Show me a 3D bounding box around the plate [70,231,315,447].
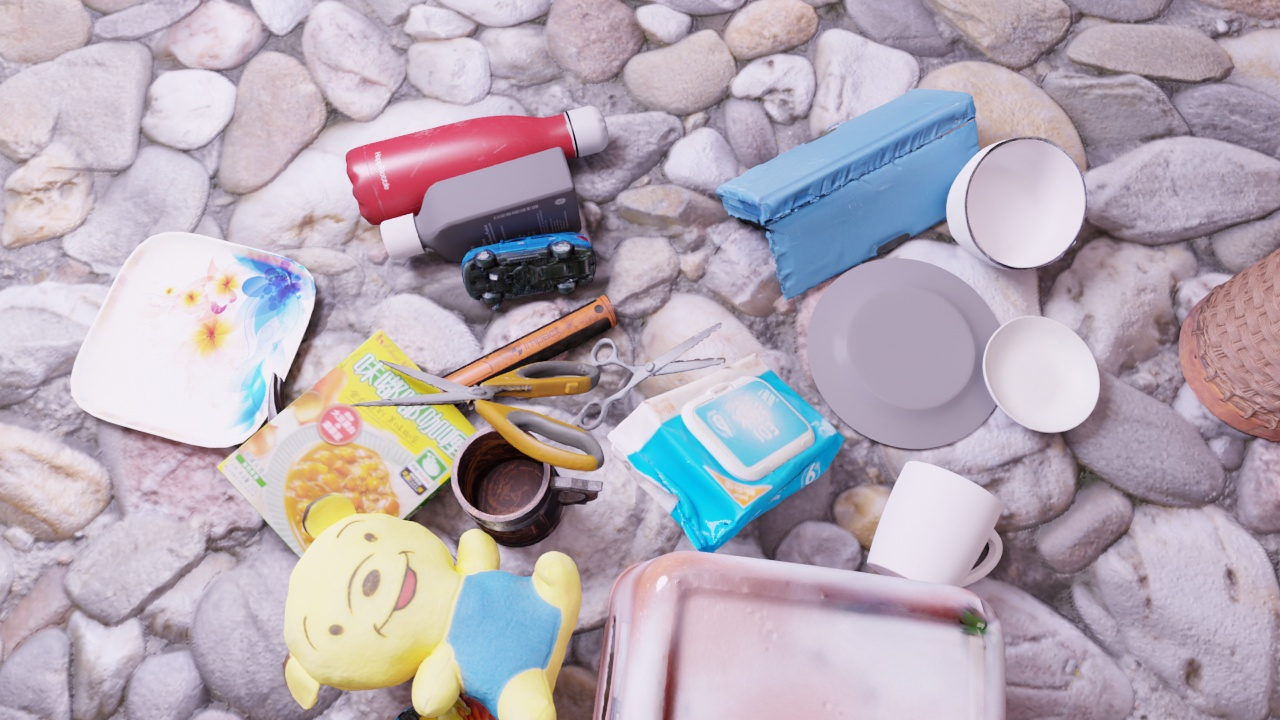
[{"bbox_3d":[-0.396,-0.020,0.824,0.187,0.016,0.186,14,71,5],"label":"plate"}]

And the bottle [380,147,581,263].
[{"bbox_3d":[-0.144,-0.130,0.826,0.174,0.084,0.046,-16,71,-4],"label":"bottle"}]

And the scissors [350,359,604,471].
[{"bbox_3d":[-0.102,0.033,0.701,0.224,0.016,0.229,-6,25,-38],"label":"scissors"}]

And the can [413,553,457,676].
[{"bbox_3d":[-0.170,0.203,0.723,0.054,0.054,0.096,42,76,14],"label":"can"}]

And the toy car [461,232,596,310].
[{"bbox_3d":[-0.101,-0.085,0.826,0.120,0.056,0.043,-11,45,-9],"label":"toy car"}]

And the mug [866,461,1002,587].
[{"bbox_3d":[0.243,0.146,0.734,0.114,0.081,0.087,34,78,-21],"label":"mug"}]

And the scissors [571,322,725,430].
[{"bbox_3d":[0.000,0.021,0.772,0.142,0.014,0.147,18,76,43],"label":"scissors"}]

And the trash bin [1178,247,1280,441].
[{"bbox_3d":[0.552,-0.033,0.716,0.151,0.210,0.151,0,71,1],"label":"trash bin"}]

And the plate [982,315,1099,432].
[{"bbox_3d":[0.342,0.014,0.795,0.104,0.026,0.104,2,73,-6],"label":"plate"}]

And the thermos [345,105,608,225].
[{"bbox_3d":[-0.147,-0.188,0.851,0.240,0.073,0.073,-16,71,-5],"label":"thermos"}]

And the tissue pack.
[{"bbox_3d":[0.069,0.067,0.713,0.117,0.066,0.208,47,36,17],"label":"tissue pack"}]

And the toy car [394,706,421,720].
[{"bbox_3d":[-0.182,0.315,0.690,0.048,0.032,0.105,26,65,-7],"label":"toy car"}]

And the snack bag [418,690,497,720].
[{"bbox_3d":[-0.091,0.341,0.658,0.208,0.067,0.138,39,69,-3],"label":"snack bag"}]

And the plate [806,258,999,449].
[{"bbox_3d":[0.237,-0.010,0.810,0.178,0.012,0.178,0,72,-2],"label":"plate"}]

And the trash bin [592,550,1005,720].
[{"bbox_3d":[0.107,0.235,0.636,0.259,0.158,0.181,10,72,-6],"label":"trash bin"}]

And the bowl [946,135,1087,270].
[{"bbox_3d":[0.326,-0.137,0.816,0.116,0.066,0.116,-1,95,-9],"label":"bowl"}]

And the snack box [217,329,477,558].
[{"bbox_3d":[-0.229,0.078,0.742,0.167,0.027,0.132,-43,86,-13],"label":"snack box"}]

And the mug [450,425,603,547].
[{"bbox_3d":[-0.086,0.102,0.728,0.116,0.107,0.080,6,70,2],"label":"mug"}]

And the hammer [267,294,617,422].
[{"bbox_3d":[-0.168,0.014,0.796,0.314,0.035,0.137,-28,80,-11],"label":"hammer"}]

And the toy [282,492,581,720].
[{"bbox_3d":[-0.151,0.186,0.654,0.214,0.084,0.148,12,49,3],"label":"toy"}]

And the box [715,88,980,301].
[{"bbox_3d":[0.201,-0.157,0.858,0.231,0.094,0.112,-28,116,-10],"label":"box"}]
